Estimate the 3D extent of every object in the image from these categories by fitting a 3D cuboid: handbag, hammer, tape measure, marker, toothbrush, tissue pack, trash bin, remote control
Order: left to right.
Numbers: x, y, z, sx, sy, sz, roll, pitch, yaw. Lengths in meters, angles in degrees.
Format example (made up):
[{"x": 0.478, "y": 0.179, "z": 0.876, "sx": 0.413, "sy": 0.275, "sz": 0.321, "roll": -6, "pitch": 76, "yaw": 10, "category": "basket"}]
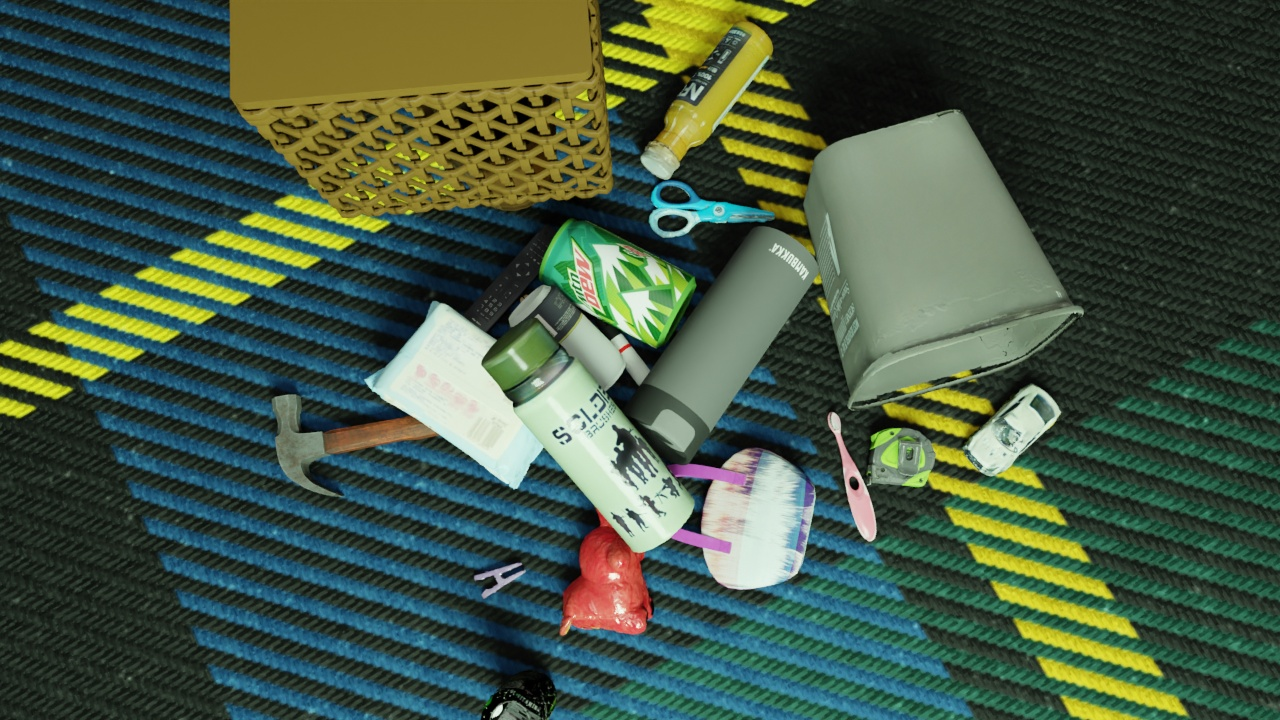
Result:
[{"x": -0.221, "y": 0.067, "z": 0.940, "sx": 0.300, "sy": 0.028, "sz": 0.111, "roll": -11, "pitch": 79, "yaw": -1, "category": "hammer"}, {"x": -0.165, "y": 0.029, "z": 0.898, "sx": 0.182, "sy": 0.070, "sz": 0.112, "roll": 33, "pitch": 80, "yaw": 10, "category": "tissue pack"}, {"x": -0.132, "y": -0.084, "z": 0.972, "sx": 0.032, "sy": 0.015, "sz": 0.136, "roll": 39, "pitch": 80, "yaw": 7, "category": "remote control"}, {"x": -0.005, "y": 0.006, "z": 0.950, "sx": 0.019, "sy": 0.019, "sz": 0.145, "roll": -37, "pitch": 81, "yaw": -6, "category": "marker"}, {"x": 0.081, "y": 0.147, "z": 0.907, "sx": 0.170, "sy": 0.068, "sz": 0.144, "roll": 12, "pitch": 81, "yaw": 10, "category": "handbag"}, {"x": 0.213, "y": 0.116, "z": 0.927, "sx": 0.021, "sy": 0.016, "sz": 0.135, "roll": -16, "pitch": 79, "yaw": 2, "category": "toothbrush"}, {"x": 0.262, "y": 0.096, "z": 0.920, "sx": 0.065, "sy": 0.036, "sz": 0.058, "roll": 2, "pitch": 79, "yaw": 2, "category": "tape measure"}, {"x": 0.267, "y": -0.096, "z": 0.884, "sx": 0.197, "sy": 0.197, "sz": 0.220, "roll": -16, "pitch": 74, "yaw": -1, "category": "trash bin"}]

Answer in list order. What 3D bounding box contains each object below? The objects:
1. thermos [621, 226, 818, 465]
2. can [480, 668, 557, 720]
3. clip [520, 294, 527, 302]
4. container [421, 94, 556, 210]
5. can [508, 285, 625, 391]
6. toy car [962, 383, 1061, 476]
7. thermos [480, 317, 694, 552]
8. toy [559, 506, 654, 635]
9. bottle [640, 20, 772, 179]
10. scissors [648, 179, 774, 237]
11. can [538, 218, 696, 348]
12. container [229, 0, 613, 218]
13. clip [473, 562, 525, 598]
[{"x": 0.078, "y": -0.015, "z": 0.908, "sx": 0.082, "sy": 0.082, "sz": 0.240, "roll": 34, "pitch": 76, "yaw": 7, "category": "thermos"}, {"x": -0.108, "y": 0.316, "z": 0.835, "sx": 0.054, "sy": 0.138, "sz": 0.054, "roll": 0, "pitch": 79, "yaw": 1, "category": "can"}, {"x": -0.111, "y": -0.039, "z": 0.960, "sx": 0.060, "sy": 0.024, "sz": 0.039, "roll": 42, "pitch": 80, "yaw": 15, "category": "clip"}, {"x": -0.142, "y": -0.227, "z": 0.920, "sx": 0.132, "sy": 0.167, "sz": 0.132, "roll": 0, "pitch": 79, "yaw": 1, "category": "container"}, {"x": -0.069, "y": -0.013, "z": 0.917, "sx": 0.064, "sy": 0.064, "sz": 0.127, "roll": -46, "pitch": 106, "yaw": -7, "category": "can"}, {"x": 0.376, "y": 0.070, "z": 0.925, "sx": 0.105, "sy": 0.033, "sz": 0.048, "roll": -42, "pitch": 83, "yaw": -5, "category": "toy car"}, {"x": -0.048, "y": 0.064, "z": 0.837, "sx": 0.082, "sy": 0.082, "sz": 0.231, "roll": -41, "pitch": 103, "yaw": -6, "category": "thermos"}, {"x": -0.044, "y": 0.200, "z": 0.888, "sx": 0.094, "sy": 0.088, "sz": 0.133, "roll": -11, "pitch": 78, "yaw": 10, "category": "toy"}, {"x": 0.069, "y": -0.277, "z": 0.983, "sx": 0.053, "sy": 0.053, "sz": 0.186, "roll": 36, "pitch": 83, "yaw": 7, "category": "bottle"}, {"x": 0.077, "y": -0.159, "z": 0.983, "sx": 0.135, "sy": 0.015, "sz": 0.066, "roll": 5, "pitch": 78, "yaw": 5, "category": "scissors"}, {"x": -0.023, "y": -0.080, "z": 0.934, "sx": 0.144, "sy": 0.083, "sz": 0.083, "roll": 28, "pitch": 81, "yaw": 6, "category": "can"}, {"x": -0.159, "y": -0.263, "z": 0.731, "sx": 0.251, "sy": 0.214, "sz": 0.219, "roll": -5, "pitch": 79, "yaw": 0, "category": "container"}, {"x": -0.145, "y": 0.214, "z": 0.919, "sx": 0.041, "sy": 0.014, "sz": 0.052, "roll": 42, "pitch": 86, "yaw": 10, "category": "clip"}]
